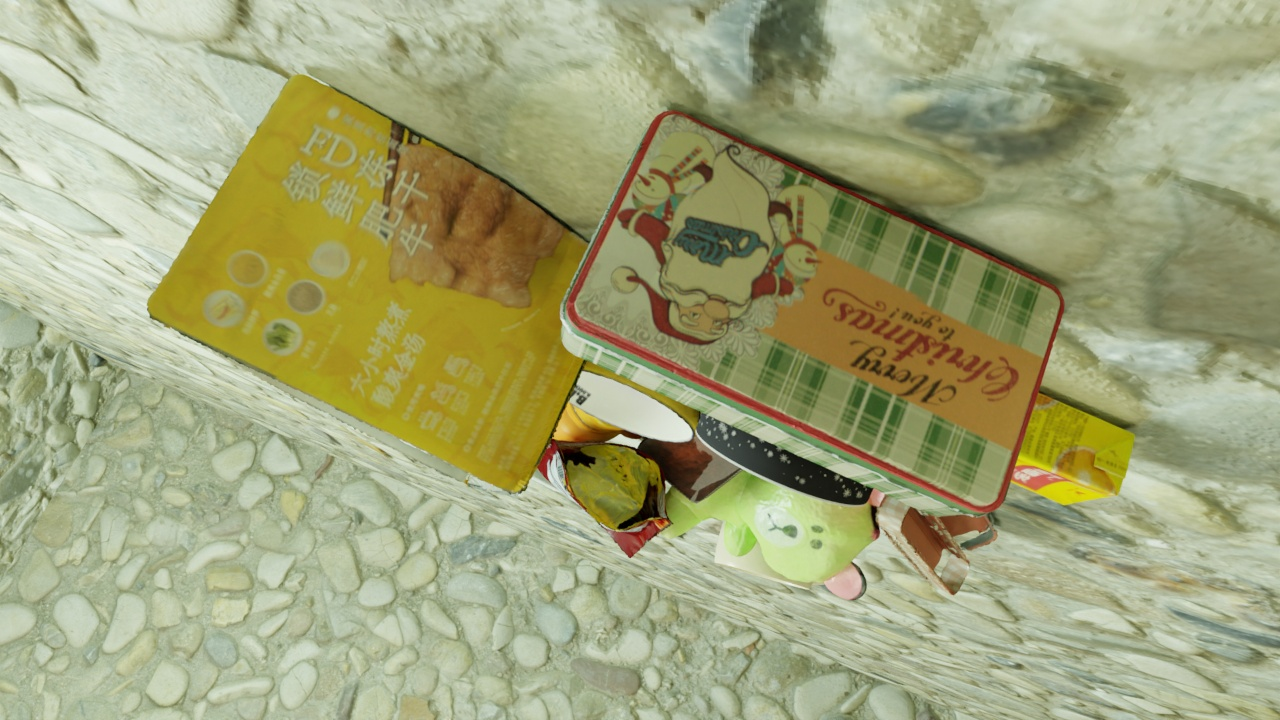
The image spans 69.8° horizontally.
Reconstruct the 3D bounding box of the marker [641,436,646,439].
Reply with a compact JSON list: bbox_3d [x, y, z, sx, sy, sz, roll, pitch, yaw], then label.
[{"bbox_3d":[0.009,0.076,0.925,0.123,0.021,0.018,29,163,-21],"label":"marker"}]

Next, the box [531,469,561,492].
[{"bbox_3d":[-0.148,0.041,0.952,0.201,0.077,0.146,33,-169,-29],"label":"box"}]

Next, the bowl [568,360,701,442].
[{"bbox_3d":[-0.004,0.004,0.651,0.117,0.067,0.117,21,163,7],"label":"bowl"}]

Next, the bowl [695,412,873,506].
[{"bbox_3d":[0.103,0.038,0.596,0.120,0.066,0.120,20,-171,-4],"label":"bowl"}]

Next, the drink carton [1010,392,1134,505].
[{"bbox_3d":[0.204,0.037,0.529,0.134,0.043,0.059,24,165,2],"label":"drink carton"}]

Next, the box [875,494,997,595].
[{"bbox_3d":[0.233,0.127,0.712,0.042,0.082,0.187,24,168,39],"label":"box"}]

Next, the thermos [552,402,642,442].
[{"bbox_3d":[-0.055,0.039,0.821,0.091,0.076,0.233,-1,172,-24],"label":"thermos"}]

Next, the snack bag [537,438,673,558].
[{"bbox_3d":[-0.042,0.120,0.802,0.139,0.066,0.208,37,160,2],"label":"snack bag"}]

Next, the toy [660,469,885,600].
[{"bbox_3d":[0.114,0.114,0.779,0.197,0.107,0.150,15,121,19],"label":"toy"}]

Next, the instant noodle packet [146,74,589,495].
[{"bbox_3d":[-0.141,-0.041,0.539,0.221,0.162,0.084,33,162,-26],"label":"instant noodle packet"}]

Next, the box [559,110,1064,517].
[{"bbox_3d":[0.076,-0.020,0.408,0.205,0.117,0.051,26,167,-3],"label":"box"}]

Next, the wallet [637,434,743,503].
[{"bbox_3d":[0.054,0.059,0.708,0.072,0.019,0.123,43,134,-1],"label":"wallet"}]

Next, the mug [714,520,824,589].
[{"bbox_3d":[0.140,0.160,0.877,0.120,0.099,0.096,15,168,7],"label":"mug"}]
